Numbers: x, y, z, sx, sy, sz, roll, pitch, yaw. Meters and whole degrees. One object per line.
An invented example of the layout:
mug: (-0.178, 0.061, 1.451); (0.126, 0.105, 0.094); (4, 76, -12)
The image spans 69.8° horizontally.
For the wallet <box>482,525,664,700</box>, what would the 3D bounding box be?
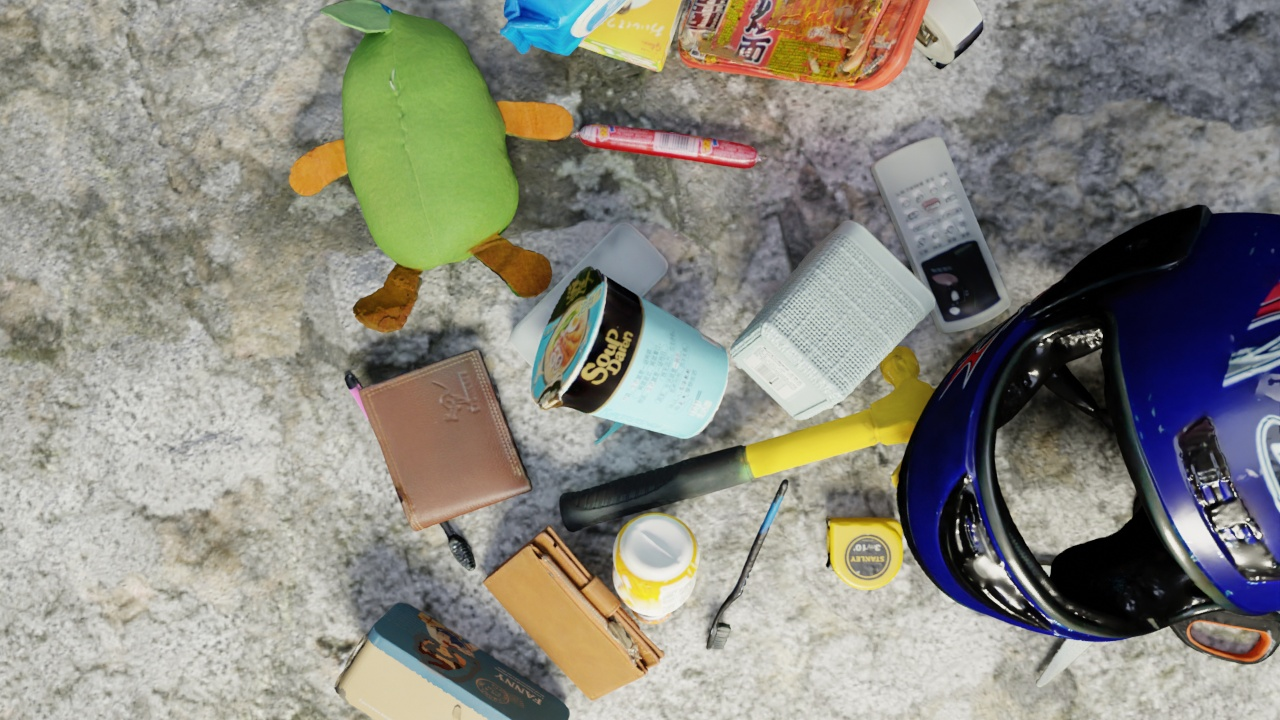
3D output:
wallet: (-0.054, 0.197, 0.706); (0.132, 0.031, 0.108); (46, 136, 1)

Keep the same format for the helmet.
helmet: (0.342, 0.043, 0.564); (0.314, 0.241, 0.247); (-31, 92, -22)

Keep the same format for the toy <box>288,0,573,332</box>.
toy: (-0.160, -0.151, 0.695); (0.227, 0.090, 0.246); (-12, 88, 2)

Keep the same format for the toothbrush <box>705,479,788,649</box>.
toothbrush: (0.080, 0.158, 0.687); (0.016, 0.014, 0.190); (17, 124, 1)

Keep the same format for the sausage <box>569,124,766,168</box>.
sausage: (0.021, -0.169, 0.720); (0.156, 0.020, 0.020); (9, 92, 2)

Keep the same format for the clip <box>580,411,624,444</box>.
clip: (-0.018, 0.043, 0.732); (0.054, 0.013, 0.034); (-26, 92, 3)

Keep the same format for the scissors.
scissors: (0.395, 0.170, 0.714); (0.234, 0.021, 0.221); (21, 93, 1)

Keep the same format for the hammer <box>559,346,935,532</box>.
hammer: (0.081, 0.078, 0.698); (0.301, 0.128, 0.033); (-17, 128, 12)

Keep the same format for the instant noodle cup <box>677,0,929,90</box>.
instant noodle cup: (0.133, -0.271, 0.658); (0.189, 0.079, 0.164); (23, 94, 36)

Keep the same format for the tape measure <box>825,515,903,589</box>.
tape measure: (0.175, 0.149, 0.720); (0.060, 0.029, 0.057); (-1, 91, 3)

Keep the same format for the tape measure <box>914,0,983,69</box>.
tape measure: (0.221, -0.256, 0.684); (0.066, 0.066, 0.033); (45, 94, 0)

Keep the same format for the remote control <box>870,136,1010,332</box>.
remote control: (0.233, -0.097, 0.712); (0.058, 0.021, 0.150); (-23, 90, 3)

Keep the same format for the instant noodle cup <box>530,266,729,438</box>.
instant noodle cup: (-0.004, 0.004, 0.678); (0.120, 0.111, 0.111); (23, 93, -22)

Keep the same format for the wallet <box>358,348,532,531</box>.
wallet: (-0.152, 0.062, 0.723); (0.101, 0.032, 0.124); (-21, 88, -7)

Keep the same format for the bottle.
bottle: (0.010, 0.162, 0.690); (0.063, 0.109, 0.063); (1, 52, -1)

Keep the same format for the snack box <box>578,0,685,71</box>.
snack box: (-0.002, -0.306, 0.710); (0.087, 0.033, 0.140); (20, 95, 3)

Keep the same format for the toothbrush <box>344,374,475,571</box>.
toothbrush: (-0.187, 0.091, 0.740); (0.014, 0.018, 0.189); (-33, 89, -5)

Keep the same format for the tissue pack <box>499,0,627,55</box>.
tissue pack: (-0.034, -0.274, 0.650); (0.157, 0.095, 0.052); (-41, 95, 5)

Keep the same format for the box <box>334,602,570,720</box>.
box: (-0.137, 0.265, 0.709); (0.184, 0.090, 0.061); (30, 92, -1)

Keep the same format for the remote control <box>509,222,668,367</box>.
remote control: (-0.041, -0.046, 0.726); (0.056, 0.020, 0.136); (45, 93, -1)

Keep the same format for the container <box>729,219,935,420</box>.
container: (0.134, -0.024, 0.667); (0.090, 0.090, 0.111); (44, 70, 1)
